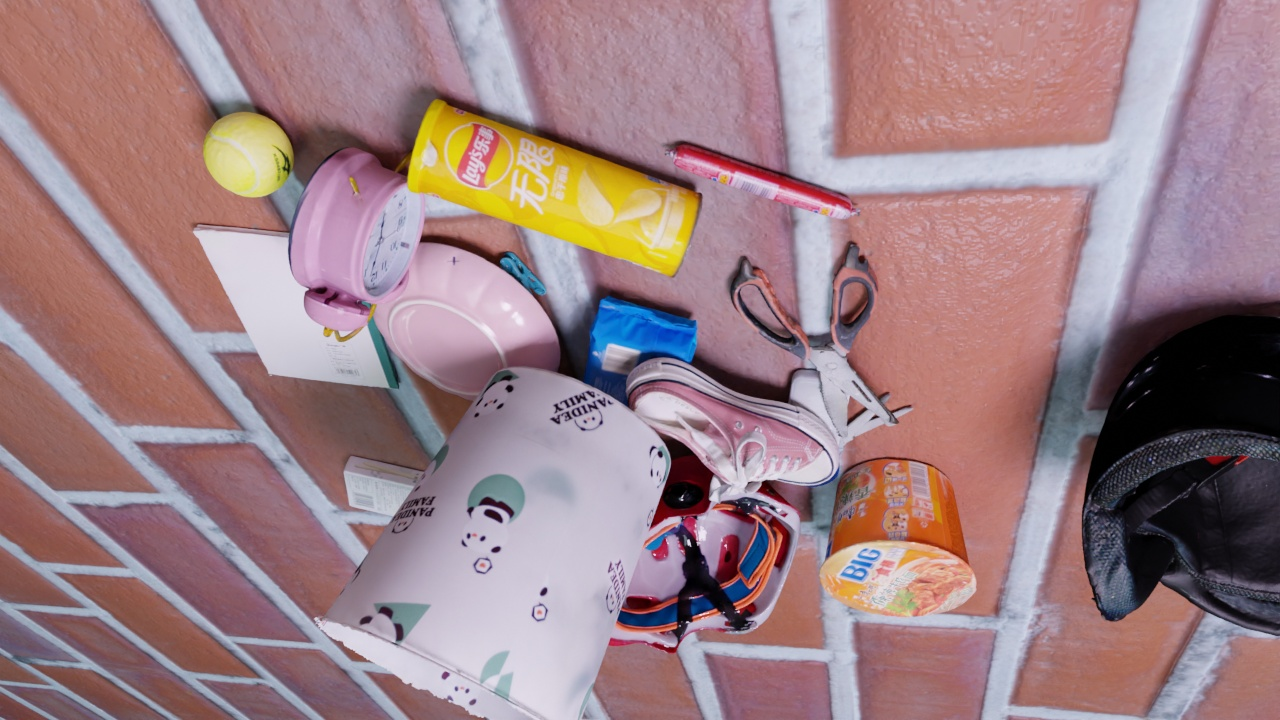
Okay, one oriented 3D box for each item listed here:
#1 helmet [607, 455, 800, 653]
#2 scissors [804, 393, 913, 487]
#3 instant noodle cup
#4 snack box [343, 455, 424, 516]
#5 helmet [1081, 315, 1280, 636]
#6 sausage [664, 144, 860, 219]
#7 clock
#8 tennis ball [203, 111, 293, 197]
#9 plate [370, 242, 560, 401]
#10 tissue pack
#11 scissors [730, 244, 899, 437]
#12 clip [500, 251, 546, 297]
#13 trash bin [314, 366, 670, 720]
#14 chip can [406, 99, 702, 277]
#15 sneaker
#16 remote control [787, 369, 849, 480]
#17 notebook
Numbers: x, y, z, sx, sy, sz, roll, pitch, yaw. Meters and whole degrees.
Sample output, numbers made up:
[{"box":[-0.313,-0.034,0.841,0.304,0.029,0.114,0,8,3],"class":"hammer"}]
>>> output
[{"box":[0.035,0.189,0.959,0.239,0.144,0.207,-8,125,-20],"class":"helmet"},{"box":[0.189,0.077,0.920,0.144,0.012,0.170,9,138,5],"class":"scissors"},{"box":[0.262,0.179,0.943,0.151,0.111,0.152,7,140,6],"class":"instant noodle cup"},{"box":[-0.284,0.166,1.132,0.157,0.026,0.085,13,140,-1],"class":"snack box"},{"box":[0.482,0.103,0.708,0.274,0.229,0.234,41,147,-29],"class":"helmet"},{"box":[0.092,-0.133,0.690,0.156,0.020,0.020,17,140,-6],"class":"sausage"},{"box":[-0.223,-0.087,0.730,0.060,0.117,0.159,22,120,4],"class":"clock"},{"box":[-0.307,-0.161,0.720,0.065,0.065,0.066,7,140,6],"class":"tennis ball"},{"box":[-0.169,-0.022,0.844,0.192,0.038,0.193,15,140,13],"class":"plate"},{"box":[-0.005,0.005,0.852,0.095,0.052,0.157,15,140,-1],"class":"tissue pack"},{"box":[0.161,-0.015,0.799,0.189,0.015,0.225,16,134,0],"class":"scissors"},{"box":[-0.104,-0.072,0.810,0.013,0.037,0.055,-17,121,29],"class":"clip"},{"box":[-0.106,0.158,0.775,0.230,0.251,0.230,20,152,11],"class":"trash bin"},{"box":[-0.063,-0.128,0.695,0.213,0.071,0.072,17,140,-8],"class":"chip can"},{"box":[0.088,0.079,0.825,0.241,0.087,0.119,25,134,-31],"class":"sneaker"},{"box":[0.167,0.065,0.890,0.056,0.020,0.136,8,131,9],"class":"remote control"},{"box":[-0.330,-0.046,0.904,0.150,0.012,0.209,7,140,6],"class":"notebook"}]
